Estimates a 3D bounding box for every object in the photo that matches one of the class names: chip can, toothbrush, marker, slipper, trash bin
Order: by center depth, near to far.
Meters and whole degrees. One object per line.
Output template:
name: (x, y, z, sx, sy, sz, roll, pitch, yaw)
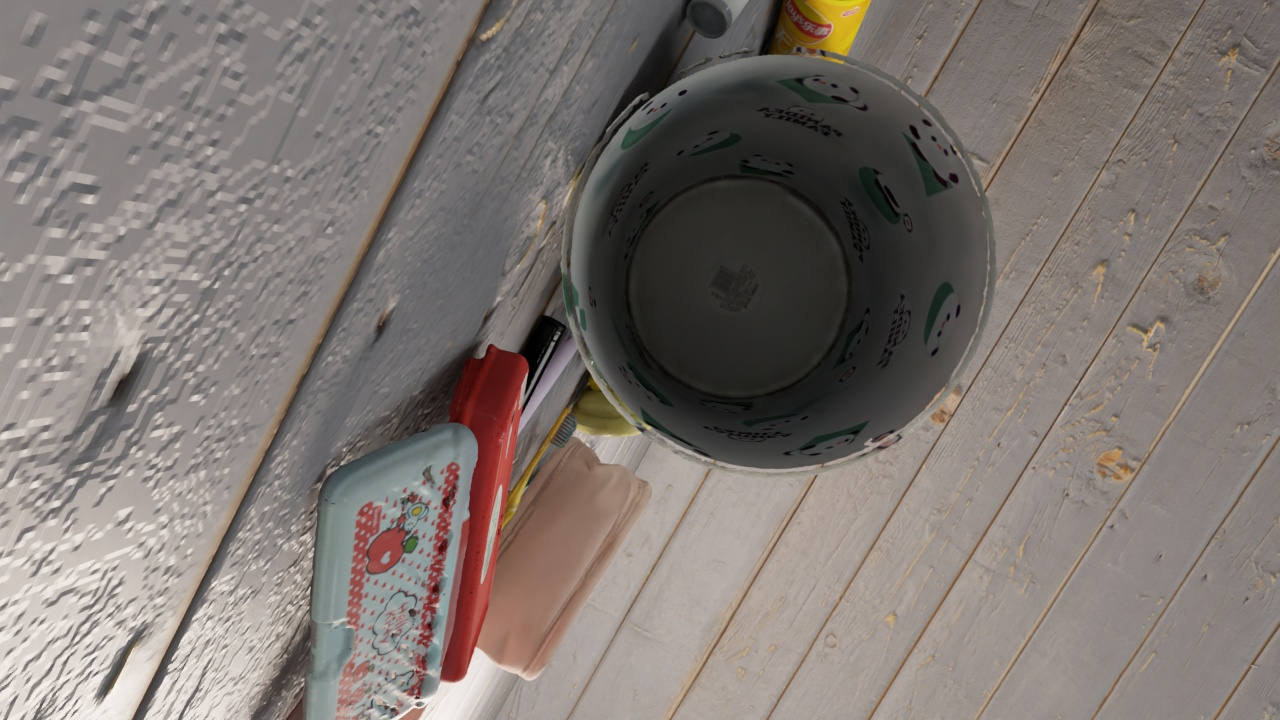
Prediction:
toothbrush: (0.090, -0.273, 0.547, 0.220, 0.027, 0.026, -58, 152, -23)
marker: (-0.084, 0.033, 0.585, 0.132, 0.020, 0.022, -61, -175, 9)
trash bin: (0.076, -0.053, 0.607, 0.229, 0.229, 0.252, -60, 179, 2)
toothbrush: (-0.091, 0.053, 0.640, 0.188, 0.029, 0.021, -58, 136, -25)
toothbrush: (-0.100, 0.119, 0.700, 0.191, 0.018, 0.016, -59, 169, 8)
chip can: (0.150, -0.281, 0.803, 0.072, 0.072, 0.213, -59, 175, -13)
slipper: (-0.005, 0.005, 0.915, 0.190, 0.092, 0.082, -42, 125, -48)

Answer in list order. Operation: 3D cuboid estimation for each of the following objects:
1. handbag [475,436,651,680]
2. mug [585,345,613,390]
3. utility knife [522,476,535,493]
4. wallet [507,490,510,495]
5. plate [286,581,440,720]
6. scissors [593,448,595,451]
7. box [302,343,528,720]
handbag: (-0.082, 0.172, 0.835, 0.193, 0.093, 0.234, -56, 179, -9)
mug: (0.001, -0.024, 0.802, 0.112, 0.082, 0.106, -9, -137, 55)
utility knife: (-0.101, 0.129, 0.933, 0.034, 0.018, 0.191, -60, 173, 1)
wallet: (-0.140, 0.149, 0.706, 0.120, 0.019, 0.097, -58, 172, -9)
plate: (-0.186, 0.238, 0.609, 0.229, 0.028, 0.230, -56, 168, -19)
scissors: (-0.094, 0.143, 0.927, 0.162, 0.012, 0.176, -53, 171, -18)
box: (-0.110, 0.104, 0.475, 0.160, 0.060, 0.201, -49, 157, -56)
